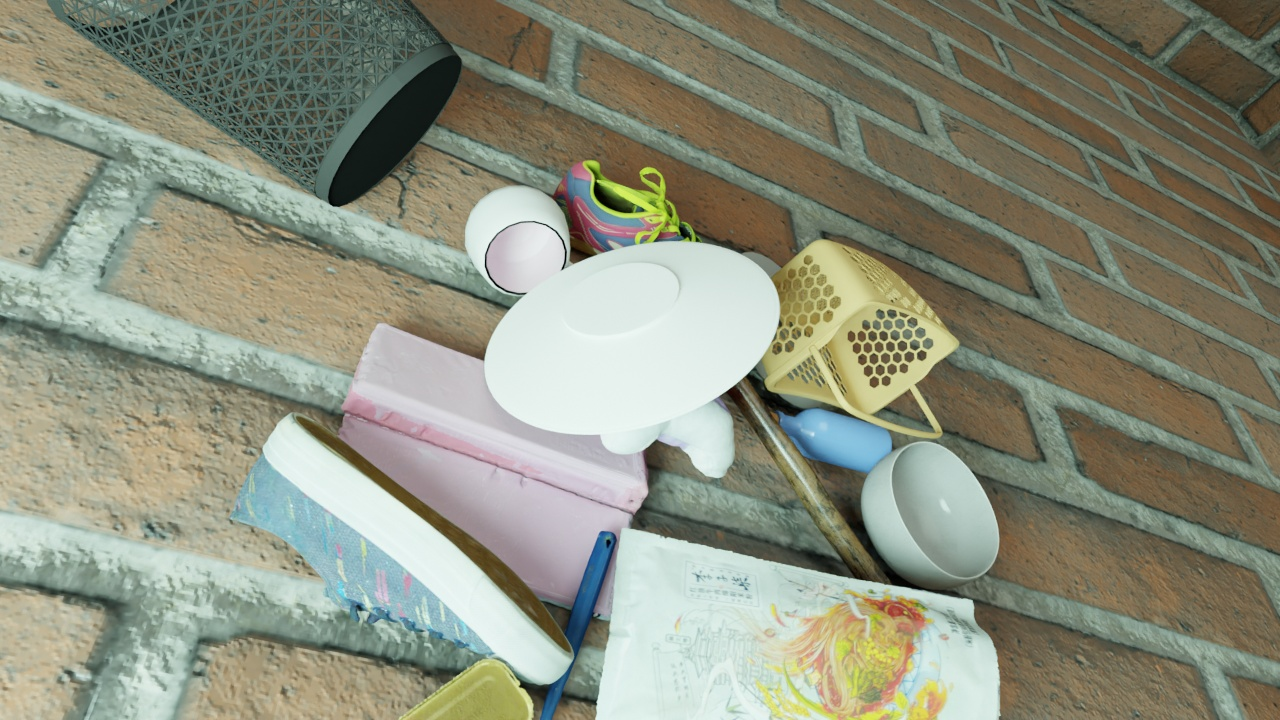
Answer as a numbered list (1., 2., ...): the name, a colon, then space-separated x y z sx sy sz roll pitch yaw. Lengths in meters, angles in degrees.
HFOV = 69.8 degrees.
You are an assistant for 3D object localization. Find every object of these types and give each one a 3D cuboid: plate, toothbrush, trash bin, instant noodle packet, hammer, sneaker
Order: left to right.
1. trash bin: -0.290 -0.267 0.739 0.243 0.218 0.216 41 41 -6
2. sneaker: -0.149 0.134 0.575 0.235 0.087 0.079 39 84 -3
3. toothbrush: -0.046 0.195 0.603 0.016 0.017 0.189 32 50 -16
4. plate: -0.012 -0.036 0.690 0.229 0.030 0.228 -11 38 8
5. sneaker: 0.027 -0.111 0.897 0.241 0.091 0.116 28 40 -12
6. plate: 0.150 -0.035 0.926 0.172 0.019 0.172 29 47 -37
7. instant noodle packet: 0.110 0.205 0.633 0.269 0.057 0.146 11 56 -6
8. hammer: 0.145 0.107 0.777 0.033 0.120 0.330 -34 84 -12

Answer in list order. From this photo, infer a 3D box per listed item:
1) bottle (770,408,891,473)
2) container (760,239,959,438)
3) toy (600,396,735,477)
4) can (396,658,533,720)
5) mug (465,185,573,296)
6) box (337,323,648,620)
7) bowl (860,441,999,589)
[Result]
1. bottle: 0.172 0.071 0.867 0.131 0.048 0.048 16 46 -23
2. container: 0.206 -0.007 0.844 0.183 0.129 0.167 16 43 -45
3. toy: -0.004 0.004 0.740 0.137 0.086 0.209 16 22 -28
4. can: -0.114 0.221 0.523 0.054 0.059 0.099 49 43 13
5. mug: -0.095 -0.099 0.808 0.123 0.090 0.076 31 20 -34
6. box: -0.104 0.073 0.670 0.232 0.055 0.179 21 45 -18
7. bowl: 0.256 0.146 0.840 0.131 0.065 0.131 17 54 -25
